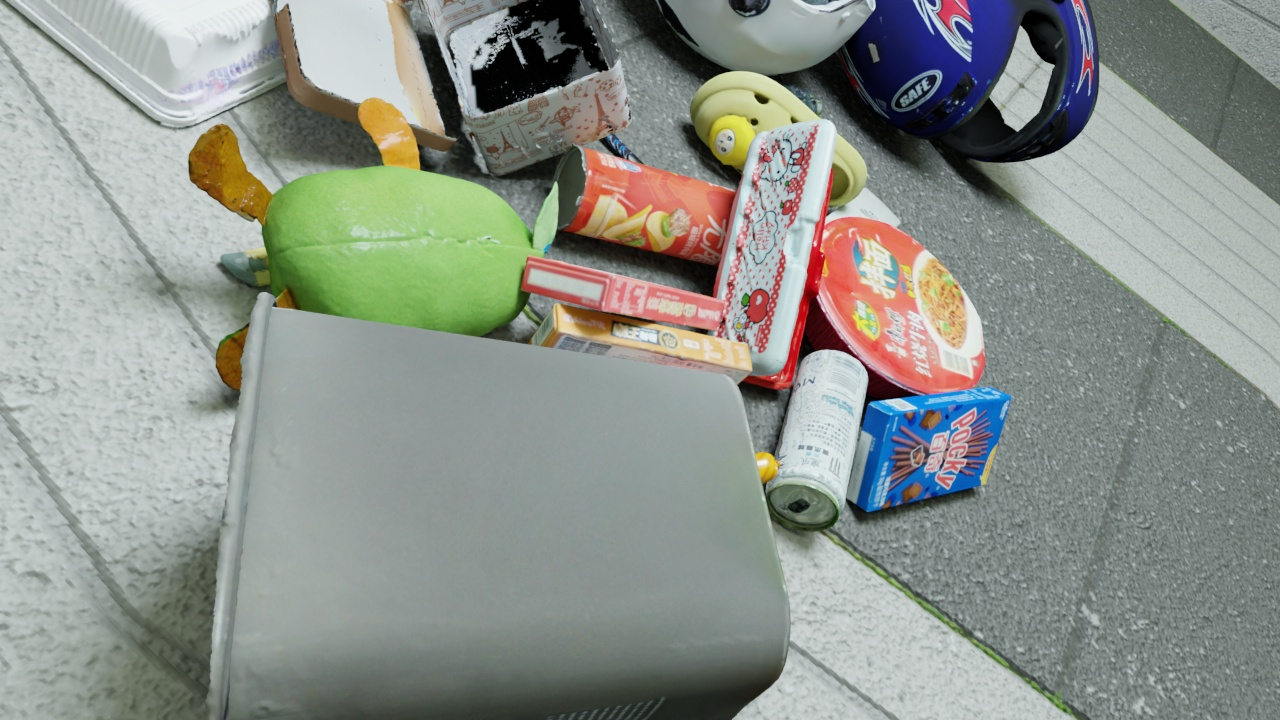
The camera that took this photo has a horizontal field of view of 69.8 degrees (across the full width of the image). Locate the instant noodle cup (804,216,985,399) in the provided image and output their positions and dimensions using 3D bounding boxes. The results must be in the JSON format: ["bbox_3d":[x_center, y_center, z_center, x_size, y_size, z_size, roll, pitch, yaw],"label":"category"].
[{"bbox_3d":[0.216,-0.036,0.827,0.193,0.066,0.193,16,51,-21],"label":"instant noodle cup"}]

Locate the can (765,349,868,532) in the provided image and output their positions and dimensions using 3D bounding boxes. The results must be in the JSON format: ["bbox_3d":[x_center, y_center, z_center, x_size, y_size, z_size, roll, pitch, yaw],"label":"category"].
[{"bbox_3d":[0.138,0.059,0.711,0.058,0.058,0.146,32,47,-8],"label":"can"}]

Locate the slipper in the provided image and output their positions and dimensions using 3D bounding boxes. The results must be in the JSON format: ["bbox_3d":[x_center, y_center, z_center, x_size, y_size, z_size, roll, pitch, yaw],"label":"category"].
[{"bbox_3d":[0.132,-0.199,0.882,0.190,0.092,0.081,30,51,-12],"label":"slipper"}]

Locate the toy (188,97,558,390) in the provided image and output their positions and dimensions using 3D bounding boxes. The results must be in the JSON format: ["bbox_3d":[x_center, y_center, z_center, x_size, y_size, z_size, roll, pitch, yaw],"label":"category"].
[{"bbox_3d":[-0.160,-0.064,0.591,0.246,0.090,0.227,-6,87,-44],"label":"toy"}]

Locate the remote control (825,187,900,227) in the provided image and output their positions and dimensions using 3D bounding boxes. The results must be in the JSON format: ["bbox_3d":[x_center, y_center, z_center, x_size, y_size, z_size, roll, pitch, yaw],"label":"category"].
[{"bbox_3d":[0.216,-0.132,0.931,0.056,0.019,0.134,46,46,6],"label":"remote control"}]

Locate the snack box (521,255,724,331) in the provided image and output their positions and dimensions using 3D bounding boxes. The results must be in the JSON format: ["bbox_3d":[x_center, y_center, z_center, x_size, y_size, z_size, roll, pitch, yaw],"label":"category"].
[{"bbox_3d":[-0.008,-0.047,0.657,0.075,0.025,0.152,16,6,33],"label":"snack box"}]

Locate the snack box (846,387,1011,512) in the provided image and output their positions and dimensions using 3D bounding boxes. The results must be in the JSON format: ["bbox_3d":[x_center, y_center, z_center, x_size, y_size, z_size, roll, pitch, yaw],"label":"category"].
[{"bbox_3d":[0.239,0.070,0.752,0.156,0.085,0.026,-5,23,-35],"label":"snack box"}]

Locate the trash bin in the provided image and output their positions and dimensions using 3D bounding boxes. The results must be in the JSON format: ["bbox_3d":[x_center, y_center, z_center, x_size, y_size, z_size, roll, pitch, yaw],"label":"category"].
[{"bbox_3d":[-0.069,0.097,0.426,0.219,0.200,0.198,3,54,-16],"label":"trash bin"}]

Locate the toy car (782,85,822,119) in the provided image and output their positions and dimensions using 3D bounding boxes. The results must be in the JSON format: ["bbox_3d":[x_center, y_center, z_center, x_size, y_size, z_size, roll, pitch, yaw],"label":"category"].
[{"bbox_3d":[0.172,-0.237,0.972,0.054,0.037,0.120,-2,69,-34],"label":"toy car"}]

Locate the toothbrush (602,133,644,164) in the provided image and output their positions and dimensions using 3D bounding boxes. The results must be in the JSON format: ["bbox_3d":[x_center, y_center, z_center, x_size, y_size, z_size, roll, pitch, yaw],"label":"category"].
[{"bbox_3d":[-0.012,-0.188,0.832,0.189,0.016,0.014,44,53,2],"label":"toothbrush"}]

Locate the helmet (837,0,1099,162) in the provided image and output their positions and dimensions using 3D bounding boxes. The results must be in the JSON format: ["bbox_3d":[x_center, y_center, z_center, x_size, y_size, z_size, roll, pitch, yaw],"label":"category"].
[{"bbox_3d":[0.355,-0.369,1.051,0.239,0.248,0.315,-15,78,-28],"label":"helmet"}]

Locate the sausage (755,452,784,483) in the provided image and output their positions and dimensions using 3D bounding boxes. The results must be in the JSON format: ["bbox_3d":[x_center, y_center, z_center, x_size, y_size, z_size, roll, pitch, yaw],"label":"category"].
[{"bbox_3d":[0.020,0.089,0.605,0.165,0.021,0.021,-15,64,-13],"label":"sausage"}]

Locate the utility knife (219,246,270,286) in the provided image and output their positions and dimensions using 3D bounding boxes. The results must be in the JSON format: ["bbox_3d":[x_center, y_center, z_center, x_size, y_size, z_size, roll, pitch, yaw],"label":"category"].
[{"bbox_3d":[-0.189,-0.075,0.639,0.194,0.020,0.031,-14,72,-44],"label":"utility knife"}]

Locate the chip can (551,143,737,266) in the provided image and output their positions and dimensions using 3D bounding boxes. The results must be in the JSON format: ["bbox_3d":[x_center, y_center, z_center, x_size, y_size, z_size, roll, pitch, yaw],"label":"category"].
[{"bbox_3d":[0.034,-0.121,0.773,0.216,0.073,0.073,10,53,-25],"label":"chip can"}]

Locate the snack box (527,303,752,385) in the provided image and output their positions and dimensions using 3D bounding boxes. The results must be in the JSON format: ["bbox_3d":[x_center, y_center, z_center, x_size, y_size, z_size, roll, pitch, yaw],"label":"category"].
[{"bbox_3d":[-0.004,0.004,0.650,0.153,0.075,0.026,11,55,-26],"label":"snack box"}]

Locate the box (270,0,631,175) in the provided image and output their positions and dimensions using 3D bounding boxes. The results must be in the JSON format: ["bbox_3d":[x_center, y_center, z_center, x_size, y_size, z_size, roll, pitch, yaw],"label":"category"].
[{"bbox_3d":[-0.148,-0.248,0.719,0.271,0.131,0.179,-8,62,-25],"label":"box"}]

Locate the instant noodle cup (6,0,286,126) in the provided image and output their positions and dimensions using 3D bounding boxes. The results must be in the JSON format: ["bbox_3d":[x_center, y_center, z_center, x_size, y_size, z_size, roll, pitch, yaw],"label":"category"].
[{"bbox_3d":[-0.340,-0.258,0.646,0.173,0.061,0.137,40,45,-2],"label":"instant noodle cup"}]

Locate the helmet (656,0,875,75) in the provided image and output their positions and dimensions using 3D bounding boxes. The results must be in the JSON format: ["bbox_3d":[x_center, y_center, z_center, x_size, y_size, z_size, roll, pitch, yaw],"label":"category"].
[{"bbox_3d":[0.112,-0.397,0.977,0.258,0.146,0.228,11,50,-14],"label":"helmet"}]

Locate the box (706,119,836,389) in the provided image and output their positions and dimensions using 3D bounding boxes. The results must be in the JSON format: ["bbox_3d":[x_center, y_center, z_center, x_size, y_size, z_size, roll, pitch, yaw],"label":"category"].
[{"bbox_3d":[0.116,-0.080,0.714,0.095,0.102,0.201,16,83,-24],"label":"box"}]
